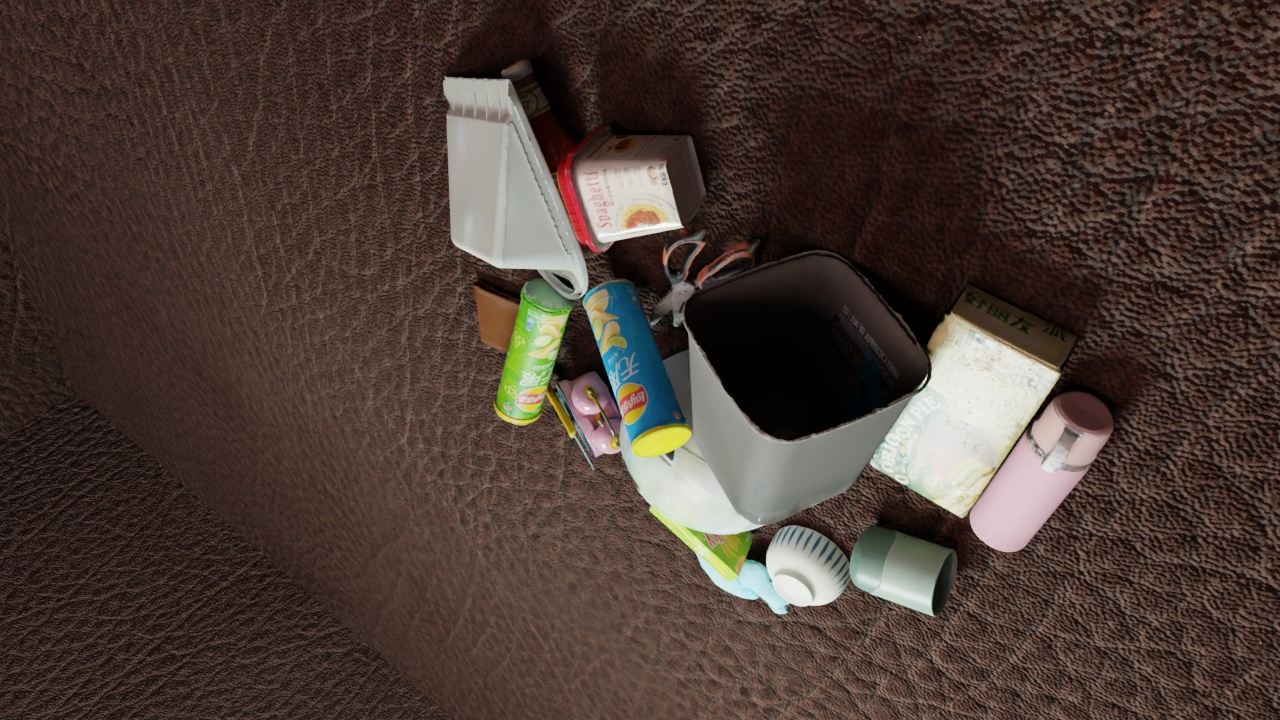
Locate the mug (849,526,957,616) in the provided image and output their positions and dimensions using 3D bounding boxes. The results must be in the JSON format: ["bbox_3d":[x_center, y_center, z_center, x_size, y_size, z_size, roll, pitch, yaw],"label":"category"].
[{"bbox_3d":[0.320,0.255,1.112,0.106,0.082,0.111,13,164,35],"label":"mug"}]

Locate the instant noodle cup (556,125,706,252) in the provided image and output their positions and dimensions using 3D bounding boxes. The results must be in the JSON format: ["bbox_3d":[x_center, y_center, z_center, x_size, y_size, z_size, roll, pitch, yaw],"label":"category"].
[{"bbox_3d":[-0.005,-0.186,0.979,0.124,0.116,0.116,1,126,28],"label":"instant noodle cup"}]

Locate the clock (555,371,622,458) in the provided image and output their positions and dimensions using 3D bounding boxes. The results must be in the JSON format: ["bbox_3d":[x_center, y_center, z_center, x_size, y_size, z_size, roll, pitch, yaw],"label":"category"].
[{"bbox_3d":[-0.063,0.073,1.260,0.117,0.059,0.158,64,172,-9],"label":"clock"}]

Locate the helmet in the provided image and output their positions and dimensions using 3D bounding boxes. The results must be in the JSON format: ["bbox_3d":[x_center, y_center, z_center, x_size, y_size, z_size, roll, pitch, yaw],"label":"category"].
[{"bbox_3d":[0.078,0.128,1.156,0.258,0.145,0.230,43,144,2],"label":"helmet"}]

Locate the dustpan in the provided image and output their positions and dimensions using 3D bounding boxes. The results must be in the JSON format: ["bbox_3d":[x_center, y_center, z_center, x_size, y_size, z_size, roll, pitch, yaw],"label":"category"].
[{"bbox_3d":[-0.139,-0.200,1.106,0.223,0.142,0.258,29,118,56],"label":"dustpan"}]

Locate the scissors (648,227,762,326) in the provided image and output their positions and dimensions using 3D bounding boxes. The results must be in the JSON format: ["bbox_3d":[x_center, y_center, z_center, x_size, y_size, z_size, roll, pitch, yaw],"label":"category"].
[{"bbox_3d":[0.063,-0.090,1.039,0.214,0.015,0.197,-17,153,26],"label":"scissors"}]

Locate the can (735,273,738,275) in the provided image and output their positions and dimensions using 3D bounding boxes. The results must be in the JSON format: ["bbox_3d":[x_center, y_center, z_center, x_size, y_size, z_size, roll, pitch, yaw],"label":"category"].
[{"bbox_3d":[0.107,-0.033,1.049,0.058,0.058,0.147,35,143,13],"label":"can"}]

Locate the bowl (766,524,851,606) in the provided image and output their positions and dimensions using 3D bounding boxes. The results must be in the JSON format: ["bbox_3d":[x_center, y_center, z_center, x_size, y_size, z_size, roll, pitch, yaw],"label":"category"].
[{"bbox_3d":[0.219,0.287,1.240,0.116,0.066,0.117,25,139,24],"label":"bowl"}]

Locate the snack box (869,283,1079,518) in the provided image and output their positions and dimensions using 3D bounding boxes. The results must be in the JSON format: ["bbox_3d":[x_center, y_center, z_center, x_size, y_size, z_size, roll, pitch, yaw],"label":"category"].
[{"bbox_3d":[0.324,0.047,0.916,0.114,0.063,0.241,30,141,19],"label":"snack box"}]

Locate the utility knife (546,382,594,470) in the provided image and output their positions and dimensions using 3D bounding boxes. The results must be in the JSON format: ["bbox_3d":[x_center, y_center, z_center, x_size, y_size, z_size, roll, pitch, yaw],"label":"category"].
[{"bbox_3d":[-0.115,0.077,1.323,0.218,0.015,0.033,57,169,32],"label":"utility knife"}]

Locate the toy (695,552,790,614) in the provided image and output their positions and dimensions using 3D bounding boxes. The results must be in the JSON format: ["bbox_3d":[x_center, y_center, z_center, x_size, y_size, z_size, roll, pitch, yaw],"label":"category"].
[{"bbox_3d":[0.145,0.316,1.348,0.161,0.049,0.157,45,152,-2],"label":"toy"}]

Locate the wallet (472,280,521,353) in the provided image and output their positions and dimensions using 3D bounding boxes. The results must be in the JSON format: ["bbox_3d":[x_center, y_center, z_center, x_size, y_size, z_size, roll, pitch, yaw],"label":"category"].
[{"bbox_3d":[-0.190,-0.057,1.335,0.125,0.032,0.101,21,134,28],"label":"wallet"}]

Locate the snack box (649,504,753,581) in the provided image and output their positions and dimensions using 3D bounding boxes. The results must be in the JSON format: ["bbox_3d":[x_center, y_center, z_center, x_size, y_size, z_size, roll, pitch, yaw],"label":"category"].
[{"bbox_3d":[0.087,0.225,1.275,0.156,0.085,0.026,44,131,-10],"label":"snack box"}]

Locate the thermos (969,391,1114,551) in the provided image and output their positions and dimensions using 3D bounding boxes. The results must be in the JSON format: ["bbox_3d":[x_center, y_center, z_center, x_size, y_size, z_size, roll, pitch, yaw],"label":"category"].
[{"bbox_3d":[0.389,0.117,0.901,0.067,0.087,0.199,33,143,19],"label":"thermos"}]

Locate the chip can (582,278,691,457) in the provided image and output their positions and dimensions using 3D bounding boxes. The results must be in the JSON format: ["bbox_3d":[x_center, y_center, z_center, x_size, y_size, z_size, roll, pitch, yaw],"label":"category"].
[{"bbox_3d":[-0.006,0.006,1.086,0.071,0.071,0.210,119,138,-52],"label":"chip can"}]

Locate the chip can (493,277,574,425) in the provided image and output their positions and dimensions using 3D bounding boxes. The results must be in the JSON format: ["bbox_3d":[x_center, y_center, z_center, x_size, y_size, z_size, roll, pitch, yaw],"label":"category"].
[{"bbox_3d":[-0.149,-0.012,1.268,0.072,0.072,0.222,33,129,16],"label":"chip can"}]

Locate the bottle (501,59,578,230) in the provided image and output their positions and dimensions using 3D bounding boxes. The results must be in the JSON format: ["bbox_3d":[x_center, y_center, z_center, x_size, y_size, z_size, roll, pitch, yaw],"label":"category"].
[{"bbox_3d":[-0.098,-0.239,1.047,0.060,0.059,0.206,-1,124,44],"label":"bottle"}]

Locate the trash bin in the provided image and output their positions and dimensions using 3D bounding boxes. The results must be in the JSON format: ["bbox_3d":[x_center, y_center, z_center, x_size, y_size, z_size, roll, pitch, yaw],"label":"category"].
[{"bbox_3d":[0.155,0.041,0.952,0.220,0.198,0.199,91,154,-53],"label":"trash bin"}]

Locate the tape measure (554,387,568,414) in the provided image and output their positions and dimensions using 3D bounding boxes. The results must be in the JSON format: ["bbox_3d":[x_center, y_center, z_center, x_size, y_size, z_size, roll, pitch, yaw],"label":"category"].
[{"bbox_3d":[-0.104,0.057,1.363,0.054,0.025,0.058,42,142,3],"label":"tape measure"}]
